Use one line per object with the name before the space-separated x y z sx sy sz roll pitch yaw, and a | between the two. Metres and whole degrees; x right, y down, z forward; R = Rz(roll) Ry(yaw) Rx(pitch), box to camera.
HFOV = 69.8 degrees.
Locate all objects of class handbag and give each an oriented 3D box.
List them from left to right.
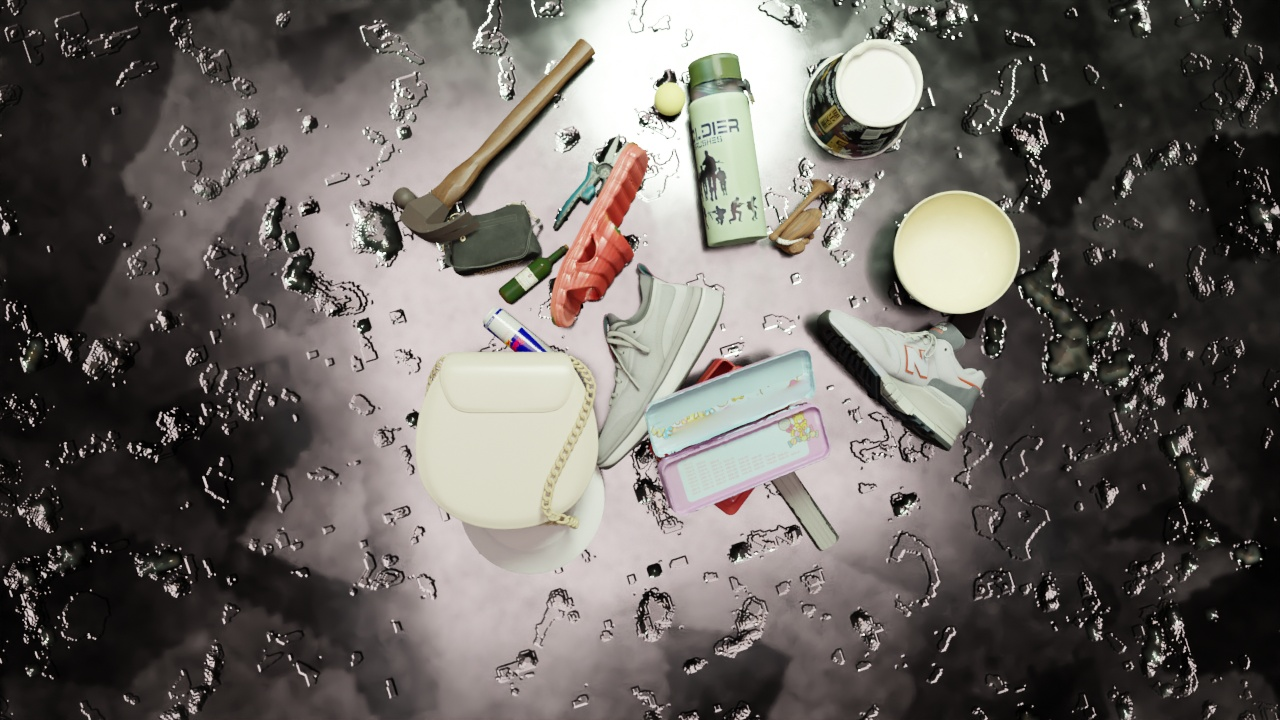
handbag | -0.186 -0.154 1.147 0.128 0.054 0.079 -14 87 1
handbag | -0.157 0.093 1.083 0.210 0.103 0.208 0 85 -9

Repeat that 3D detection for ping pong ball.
ping pong ball | 0.037 -0.329 1.156 0.040 0.040 0.040 0 91 -2

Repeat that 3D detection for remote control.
remote control | 0.207 0.184 1.183 0.033 0.013 0.136 -35 90 -2
remote control | 0.441 -0.103 1.185 0.034 0.013 0.150 23 90 2

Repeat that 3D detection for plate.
plate | -0.139 0.172 1.148 0.189 0.016 0.188 -1 81 9

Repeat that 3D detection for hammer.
hammer | -0.173 -0.277 1.143 0.115 0.033 0.322 39 84 28

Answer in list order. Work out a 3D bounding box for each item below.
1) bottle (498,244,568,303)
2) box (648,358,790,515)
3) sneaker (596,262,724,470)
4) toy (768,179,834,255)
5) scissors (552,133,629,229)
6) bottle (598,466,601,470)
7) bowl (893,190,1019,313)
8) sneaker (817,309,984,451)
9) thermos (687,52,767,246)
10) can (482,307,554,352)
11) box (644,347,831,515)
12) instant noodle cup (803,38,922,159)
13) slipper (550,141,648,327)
bottle | -0.133 -0.112 1.162 0.106 0.025 0.025 -39 92 -1
box | 0.103 0.092 1.146 0.134 0.110 0.157 40 86 -13
sneaker | -0.007 0.007 1.139 0.129 0.097 0.263 29 89 5
toy | 0.206 -0.176 1.161 0.101 0.041 0.055 -46 127 -8
scissors | -0.060 -0.214 1.166 0.148 0.019 0.123 -23 91 -3
bottle | -0.091 0.173 1.165 0.030 0.030 0.113 42 90 -2
bowl | 0.386 -0.130 1.150 0.151 0.075 0.150 0 88 3
sneaker | 0.340 -0.006 1.154 0.124 0.089 0.240 -45 100 -5
thermos | 0.109 -0.262 1.140 0.082 0.082 0.231 -8 91 -2
can | -0.155 -0.028 1.159 0.095 0.032 0.032 39 89 -2
box | 0.116 0.081 1.075 0.214 0.035 0.151 -20 111 -13
instant noodle cup | 0.280 -0.326 1.128 0.137 0.112 0.137 0 92 -2
slipper | -0.037 -0.147 1.127 0.059 0.103 0.248 24 83 12
